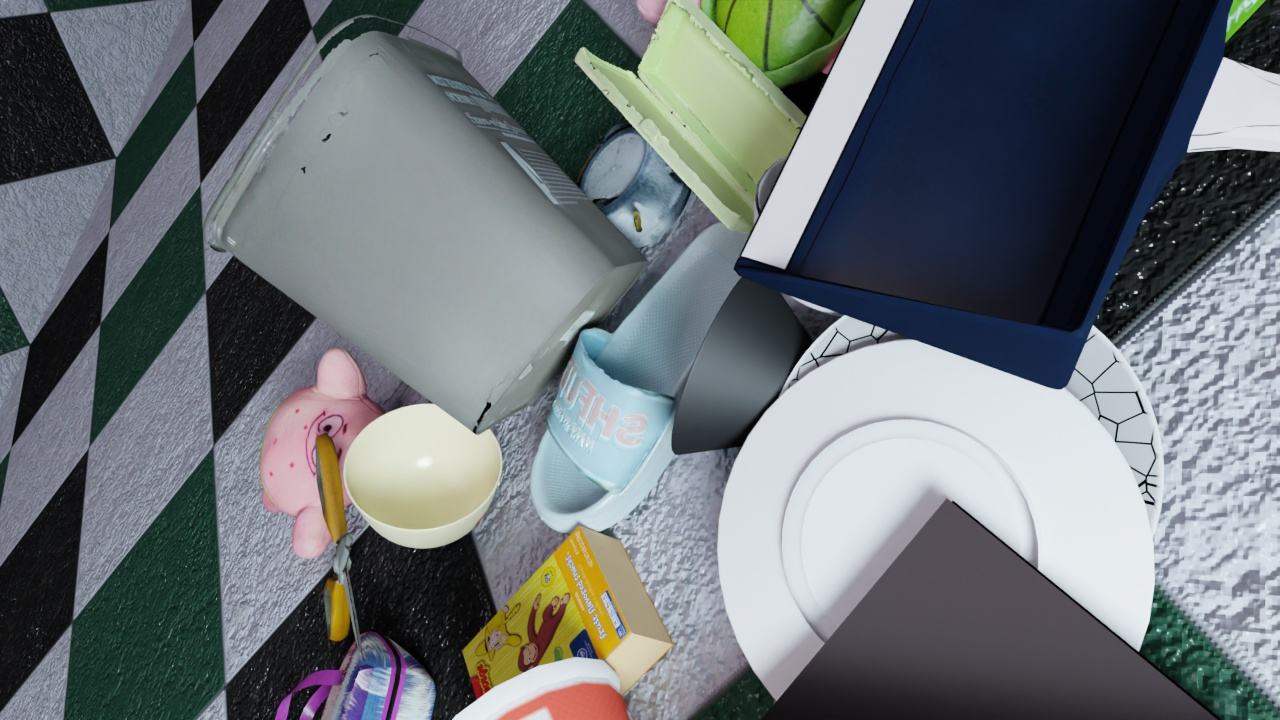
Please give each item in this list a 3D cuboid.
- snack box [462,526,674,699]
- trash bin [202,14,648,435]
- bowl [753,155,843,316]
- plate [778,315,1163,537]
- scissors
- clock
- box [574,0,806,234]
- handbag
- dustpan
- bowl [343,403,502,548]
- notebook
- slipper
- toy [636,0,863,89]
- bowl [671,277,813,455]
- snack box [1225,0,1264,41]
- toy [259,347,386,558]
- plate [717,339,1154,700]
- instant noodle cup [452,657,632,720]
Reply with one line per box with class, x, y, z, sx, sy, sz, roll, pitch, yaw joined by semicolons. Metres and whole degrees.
snack box;-0.050;0.185;0.591;0.126;0.040;0.088;-48;42;14
trash bin;-0.133;-0.084;0.650;0.220;0.197;0.198;42;105;4
bowl;0.120;-0.068;0.532;0.113;0.063;0.113;0;48;0
plate;0.152;0.053;0.457;0.189;0.016;0.188;-9;74;31
scissors;-0.238;0.144;0.719;0.226;0.016;0.224;127;134;-56
clock;-0.012;-0.142;0.735;0.090;0.052;0.129;-57;37;3
box;0.052;-0.171;0.622;0.083;0.091;0.188;-48;65;21
handbag;-0.237;0.284;0.713;0.170;0.068;0.144;-18;54;46
dustpan;0.204;-0.113;0.415;0.273;0.080;0.236;23;81;23
bowl;-0.168;0.103;0.724;0.074;0.118;0.117;98;162;-48
notebook;0.127;0.188;0.399;0.149;0.016;0.207;43;102;33
slipper;-0.004;0.004;0.625;0.245;0.074;0.104;-54;40;5
toy;0.096;-0.258;0.665;0.238;0.087;0.190;31;85;43
bowl;0.070;0.011;0.543;0.052;0.124;0.124;25;85;16
snack box;0.234;-0.167;0.519;0.168;0.027;0.132;-49;43;12
toy;-0.275;0.085;0.838;0.237;0.096;0.192;-3;77;37
plate;0.128;0.090;0.442;0.209;0.015;0.208;-9;74;31
instant noodle cup;-0.038;0.250;0.491;0.123;0.123;0.121;-50;49;12
